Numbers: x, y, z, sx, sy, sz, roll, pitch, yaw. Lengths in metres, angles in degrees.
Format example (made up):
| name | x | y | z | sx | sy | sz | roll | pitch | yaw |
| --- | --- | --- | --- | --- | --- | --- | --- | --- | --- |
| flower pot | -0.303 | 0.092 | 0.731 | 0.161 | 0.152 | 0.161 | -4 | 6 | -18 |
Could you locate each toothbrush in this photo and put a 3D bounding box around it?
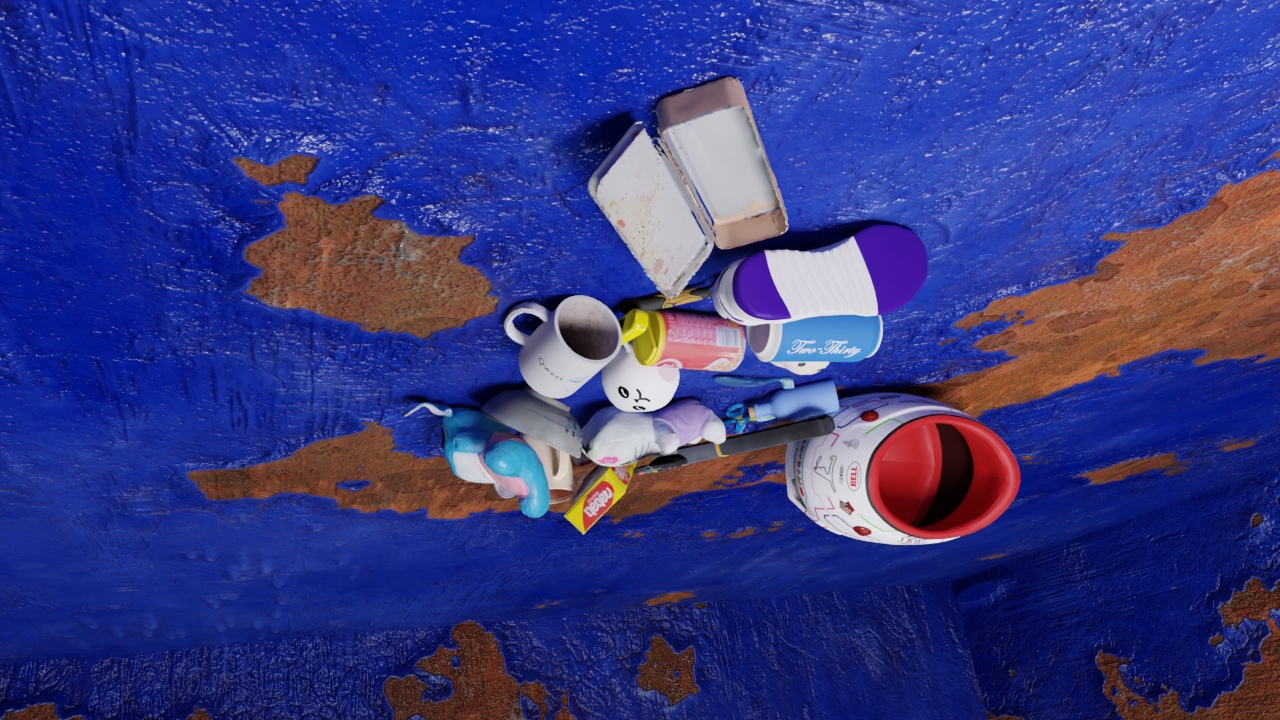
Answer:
| name | x | y | z | sx | sy | sz | roll | pitch | yaw |
| --- | --- | --- | --- | --- | --- | --- | --- | --- | --- |
| toothbrush | 0.163 | 0.031 | 1.304 | 0.132 | 0.016 | 0.021 | 2 | 152 | -24 |

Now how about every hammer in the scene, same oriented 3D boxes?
| name | x | y | z | sx | sy | sz | roll | pitch | yaw |
| --- | --- | --- | --- | --- | --- | --- | --- | --- | --- |
| hammer | 0.152 | 0.127 | 1.400 | 0.313 | 0.035 | 0.139 | -17 | 175 | 36 |

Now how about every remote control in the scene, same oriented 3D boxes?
| name | x | y | z | sx | sy | sz | roll | pitch | yaw |
| --- | --- | --- | --- | --- | --- | --- | --- | --- | --- |
| remote control | 0.030 | 0.149 | 1.321 | 0.045 | 0.021 | 0.140 | -12 | 175 | 16 |

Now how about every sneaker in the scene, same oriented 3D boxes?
| name | x | y | z | sx | sy | sz | roll | pitch | yaw |
| --- | --- | --- | --- | --- | --- | --- | --- | --- | --- |
| sneaker | 0.184 | -0.082 | 0.971 | 0.243 | 0.092 | 0.111 | -10 | 179 | -23 |

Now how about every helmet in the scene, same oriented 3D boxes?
| name | x | y | z | sx | sy | sz | roll | pitch | yaw |
| --- | --- | --- | --- | --- | --- | --- | --- | --- | --- |
| helmet | 0.384 | 0.164 | 1.420 | 0.314 | 0.231 | 0.236 | 3 | -179 | -15 |

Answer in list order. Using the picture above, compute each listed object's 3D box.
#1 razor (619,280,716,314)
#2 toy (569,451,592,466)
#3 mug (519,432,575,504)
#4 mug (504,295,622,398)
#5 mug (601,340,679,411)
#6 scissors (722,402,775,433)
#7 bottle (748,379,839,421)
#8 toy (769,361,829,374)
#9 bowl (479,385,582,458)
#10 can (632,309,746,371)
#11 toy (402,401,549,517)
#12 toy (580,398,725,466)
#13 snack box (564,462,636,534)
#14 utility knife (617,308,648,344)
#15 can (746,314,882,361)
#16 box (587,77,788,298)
| name | x | y | z | sx | sy | sz | roll | pitch | yaw |
| --- | --- | --- | --- | --- | --- | --- | --- | --- | --- |
| razor | 0.045 | -0.073 | 1.026 | 0.144 | 0.021 | 0.044 | -12 | 156 | 12 |
| toy | -0.095 | 0.143 | 1.435 | 0.102 | 0.050 | 0.066 | 4 | 158 | -16 |
| mug | -0.136 | 0.147 | 1.354 | 0.085 | 0.104 | 0.112 | 5 | 152 | -29 |
| mug | -0.095 | -0.023 | 1.028 | 0.119 | 0.082 | 0.097 | 31 | 142 | -16 |
| mug | -0.007 | 0.007 | 1.120 | 0.076 | 0.090 | 0.124 | -19 | 124 | 40 |
| scissors | 0.165 | 0.090 | 1.450 | 0.130 | 0.014 | 0.125 | -5 | 155 | -3 |
| bottle | 0.225 | 0.064 | 1.363 | 0.131 | 0.048 | 0.048 | -12 | 156 | 8 |
| toy | 0.210 | -0.007 | 1.202 | 0.087 | 0.050 | 0.113 | 16 | 141 | -43 |
| bowl | -0.133 | 0.072 | 1.208 | 0.151 | 0.056 | 0.151 | 26 | 177 | 1 |
| can | 0.058 | -0.023 | 1.082 | 0.124 | 0.066 | 0.067 | 4 | 153 | -28 |
| toy | -0.205 | 0.121 | 1.223 | 0.191 | 0.098 | 0.224 | 26 | 161 | 47 |
| toy | 0.011 | 0.102 | 1.319 | 0.209 | 0.085 | 0.138 | -7 | 179 | -22 |
| snack box | -0.056 | 0.189 | 1.396 | 0.092 | 0.042 | 0.200 | -45 | -178 | 10 |
| utility knife | -0.061 | -0.010 | 1.097 | 0.020 | 0.028 | 0.234 | 13 | 154 | -29 |
| can | 0.204 | -0.038 | 1.085 | 0.146 | 0.078 | 0.079 | 0 | 155 | -20 |
| box | 0.048 | -0.144 | 0.810 | 0.157 | 0.071 | 0.216 | -40 | 153 | 2 |
